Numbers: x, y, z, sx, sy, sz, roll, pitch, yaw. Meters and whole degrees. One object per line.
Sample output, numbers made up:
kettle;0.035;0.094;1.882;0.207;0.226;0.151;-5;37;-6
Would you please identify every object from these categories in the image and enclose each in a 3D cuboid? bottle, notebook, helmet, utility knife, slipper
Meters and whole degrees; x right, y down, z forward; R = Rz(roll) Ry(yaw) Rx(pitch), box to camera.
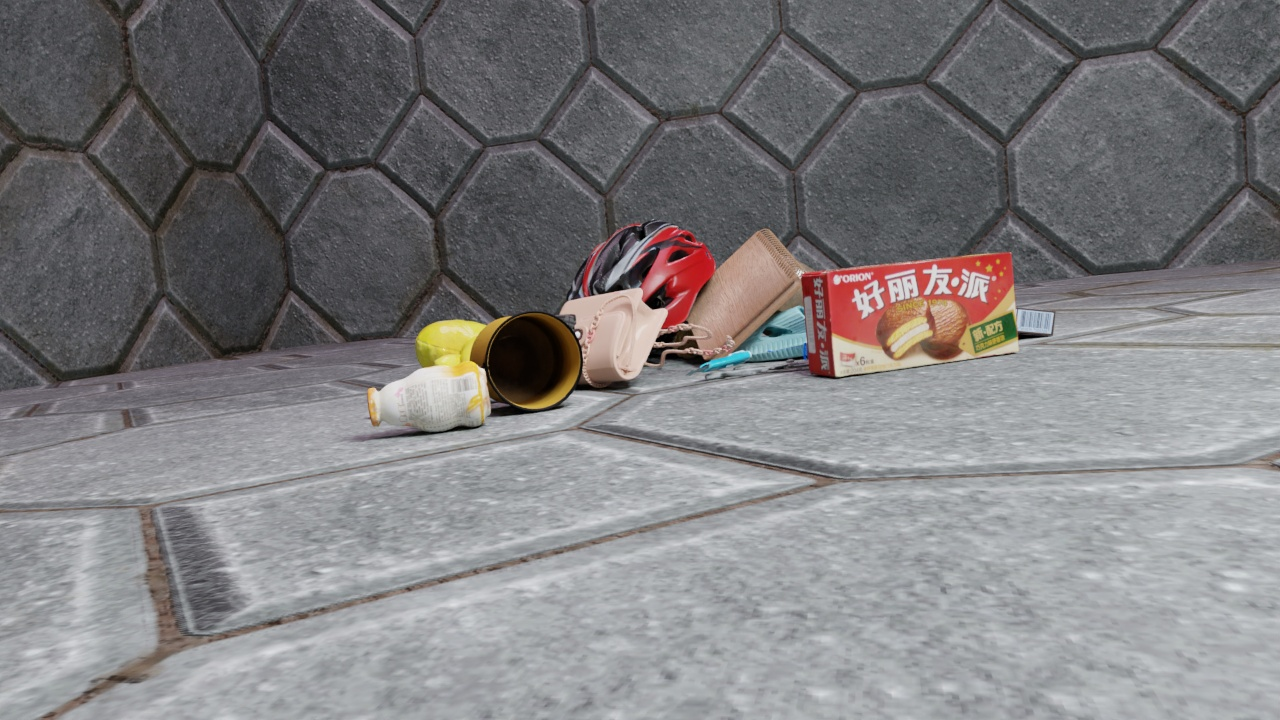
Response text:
bottle;0.098;-0.036;1.382;0.056;0.056;0.105;-2;7;39
notebook;0.137;-0.093;1.255;0.169;0.022;0.210;-44;21;13
helmet;-0.003;-0.108;1.344;0.218;0.167;0.271;-29;17;35
utility knife;0.087;0.005;1.061;0.022;0.015;0.148;-40;-15;33
slipper;0.233;-0.038;1.201;0.277;0.069;0.115;-2;3;29
bottle;-0.196;0.036;0.851;0.108;0.063;0.063;-8;5;-11

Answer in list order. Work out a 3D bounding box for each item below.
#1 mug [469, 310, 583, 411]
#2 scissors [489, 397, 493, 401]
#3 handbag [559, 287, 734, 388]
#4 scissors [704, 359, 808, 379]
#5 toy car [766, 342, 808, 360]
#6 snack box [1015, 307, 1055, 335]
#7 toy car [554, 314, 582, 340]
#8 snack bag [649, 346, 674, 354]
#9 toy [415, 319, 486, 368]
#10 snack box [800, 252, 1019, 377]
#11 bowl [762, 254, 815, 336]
mug;-0.134;0.002;0.955;0.123;0.100;0.094;-10;4;-22
scissors;-0.225;0.049;1.037;0.174;0.013;0.171;-7;8;-35
handbag;-0.007;0.006;1.131;0.199;0.116;0.187;-7;-34;48
scissors;0.159;0.008;1.056;0.160;0.014;0.120;-6;3;35
toy car;0.208;-0.015;1.119;0.091;0.033;0.062;-10;13;-40
snack box;0.423;-0.057;1.191;0.186;0.031;0.101;5;3;-11
toy car;-0.095;-0.008;1.060;0.037;0.092;0.040;8;-3;-36
snack bag;0.035;-0.030;1.473;0.131;0.039;0.144;-4;-5;26
toy;-0.206;-0.001;1.135;0.133;0.092;0.208;5;3;-31
snack box;0.297;-0.052;1.004;0.236;0.113;0.060;-7;5;-18
bowl;0.213;-0.082;1.349;0.162;0.070;0.162;31;-15;9
